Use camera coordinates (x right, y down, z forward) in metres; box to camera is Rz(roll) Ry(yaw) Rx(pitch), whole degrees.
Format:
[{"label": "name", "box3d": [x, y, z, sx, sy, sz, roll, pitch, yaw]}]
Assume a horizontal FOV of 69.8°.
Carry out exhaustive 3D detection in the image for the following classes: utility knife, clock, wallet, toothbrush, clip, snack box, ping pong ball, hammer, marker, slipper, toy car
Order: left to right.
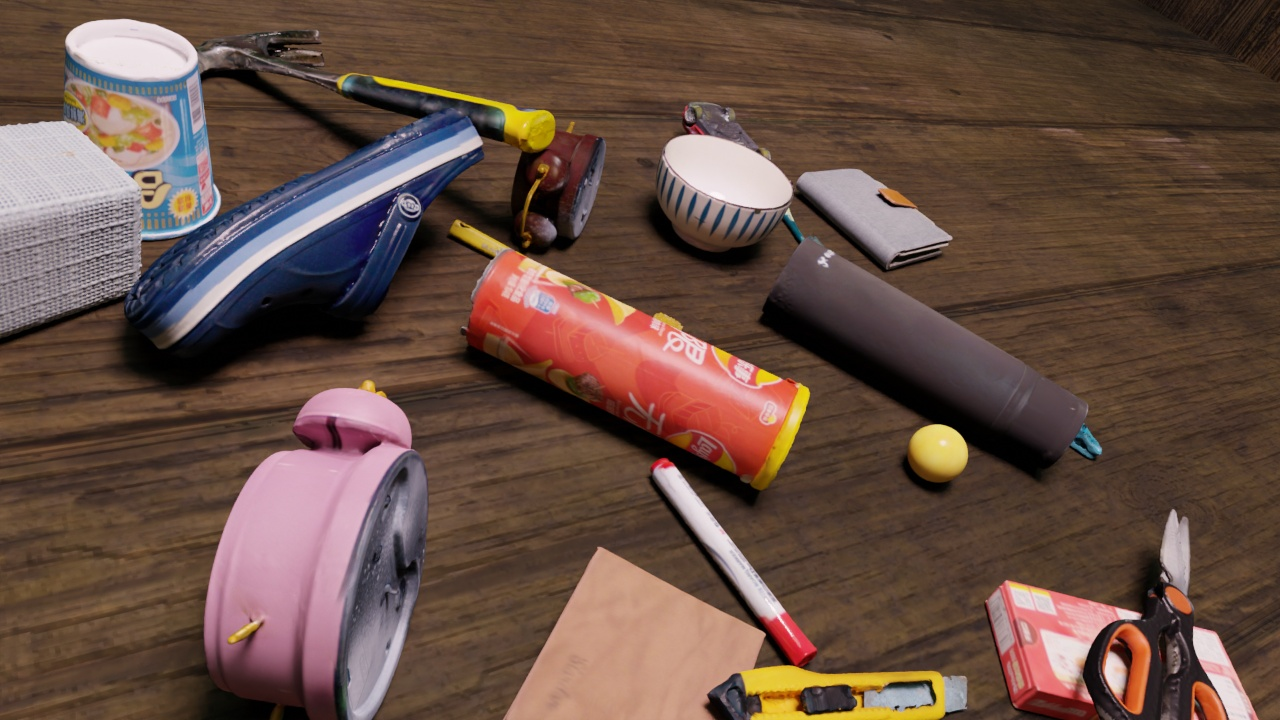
[{"label": "slipper", "box3d": [-0.193, -0.073, 0.573, 0.252, 0.105, 0.095, -44, 113, -35]}, {"label": "clock", "box3d": [-0.132, 0.080, 0.403, 0.060, 0.117, 0.158, 9, 41, 1]}, {"label": "hammer", "box3d": [-0.208, -0.211, 0.708, 0.324, 0.032, 0.125, 19, 34, 22]}, {"label": "clock", "box3d": [-0.067, -0.134, 0.707, 0.055, 0.082, 0.121, 19, 37, 3]}, {"label": "toothbrush", "box3d": [-0.055, -0.059, 0.677, 0.190, 0.017, 0.015, 27, 38, 6]}, {"label": "wallet", "box3d": [0.000, 0.157, 0.452, 0.101, 0.020, 0.115, 26, 41, 5]}, {"label": "toy car", "box3d": [0.080, -0.205, 0.888, 0.052, 0.045, 0.120, -4, 51, -32]}, {"label": "marker", "box3d": [0.050, 0.112, 0.528, 0.017, 0.017, 0.145, -13, 50, -36]}, {"label": "toothbrush", "box3d": [0.134, -0.153, 0.876, 0.016, 0.018, 0.191, 3, 43, -24]}, {"label": "utility knife", "box3d": [0.111, 0.173, 0.474, 0.176, 0.015, 0.033, 8, 55, -29]}, {"label": "wallet", "box3d": [0.231, -0.147, 0.900, 0.106, 0.037, 0.129, -17, 53, -37]}, {"label": "ping pong ball", "box3d": [0.207, 0.065, 0.638, 0.040, 0.040, 0.040, 13, 39, -11]}, {"label": "clip", "box3d": [0.344, 0.056, 0.730, 0.055, 0.034, 0.013, 50, 45, 7]}, {"label": "snack box", "box3d": [0.288, 0.185, 0.550, 0.153, 0.026, 0.075, 15, 40, -9]}]

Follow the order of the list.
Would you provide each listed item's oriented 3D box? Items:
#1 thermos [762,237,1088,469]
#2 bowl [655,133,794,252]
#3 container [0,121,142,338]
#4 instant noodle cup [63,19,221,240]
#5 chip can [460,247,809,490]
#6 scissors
[{"label": "thermos", "box3d": [0.218, -0.008, 0.715, 0.242, 0.069, 0.089, 32, 24, 9]}, {"label": "bowl", "box3d": [0.065, -0.135, 0.783, 0.116, 0.066, 0.116, 13, 38, -11]}, {"label": "container", "box3d": [-0.344, -0.072, 0.499, 0.090, 0.090, 0.111, 39, 38, 19]}, {"label": "instant noodle cup", "box3d": [-0.318, -0.148, 0.580, 0.099, 0.110, 0.099, 14, 39, -12]}, {"label": "chip can", "box3d": [-0.003, 0.003, 0.586, 0.216, 0.073, 0.073, 26, 39, 6]}, {"label": "scissors", "box3d": [0.329, 0.168, 0.555, 0.234, 0.022, 0.139, -13, 58, -41]}]
